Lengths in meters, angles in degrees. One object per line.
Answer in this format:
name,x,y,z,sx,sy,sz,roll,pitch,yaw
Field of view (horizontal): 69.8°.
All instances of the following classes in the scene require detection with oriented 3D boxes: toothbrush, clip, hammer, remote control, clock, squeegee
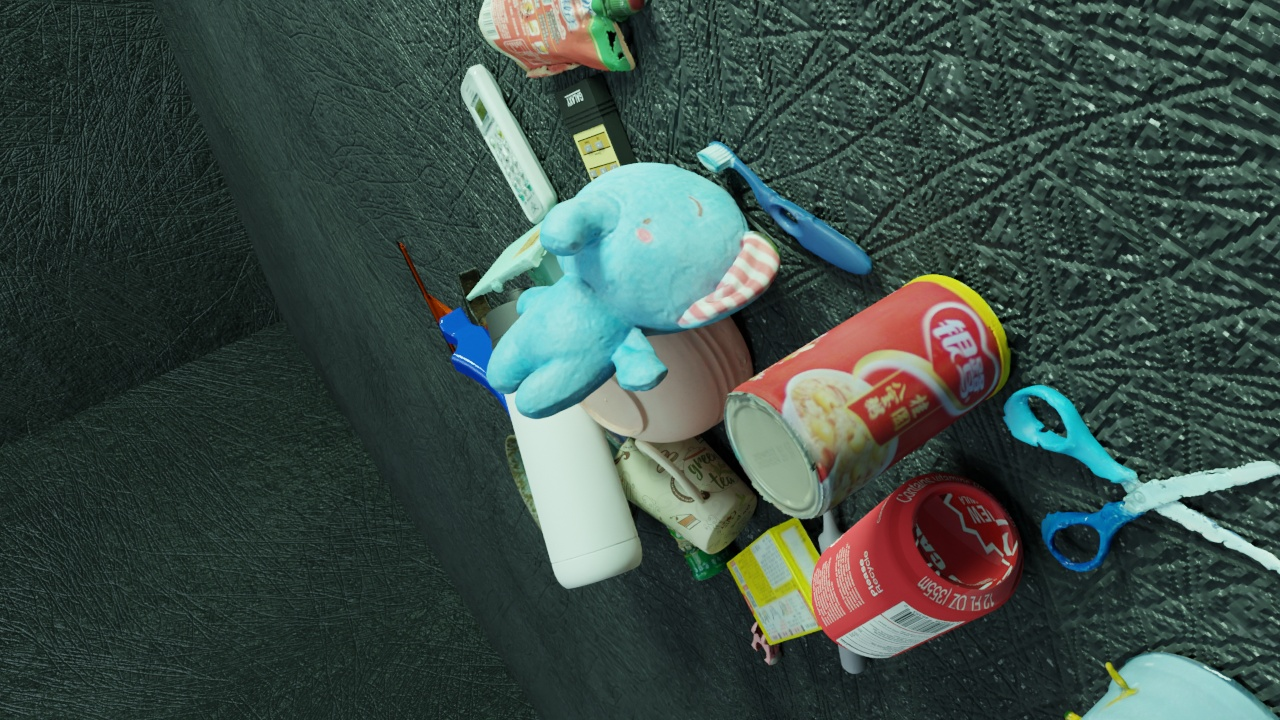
toothbrush,0.076,-0.084,0.501,0.132,0.016,0.021,46,156,32
clip,0.109,0.245,0.815,0.044,0.023,0.060,24,143,53
toothbrush,0.139,0.149,0.641,0.019,0.018,0.188,38,149,55
hammer,-0.103,-0.010,0.946,0.331,0.033,0.120,26,138,53
remote control,-0.019,-0.131,0.648,0.058,0.013,0.133,7,123,63
clock,0.254,0.192,0.409,0.124,0.051,0.089,45,151,33
remote control,-0.107,-0.180,0.764,0.133,0.022,0.050,62,158,-3
squeegee,-0.174,-0.004,0.990,0.184,0.055,0.250,53,167,23

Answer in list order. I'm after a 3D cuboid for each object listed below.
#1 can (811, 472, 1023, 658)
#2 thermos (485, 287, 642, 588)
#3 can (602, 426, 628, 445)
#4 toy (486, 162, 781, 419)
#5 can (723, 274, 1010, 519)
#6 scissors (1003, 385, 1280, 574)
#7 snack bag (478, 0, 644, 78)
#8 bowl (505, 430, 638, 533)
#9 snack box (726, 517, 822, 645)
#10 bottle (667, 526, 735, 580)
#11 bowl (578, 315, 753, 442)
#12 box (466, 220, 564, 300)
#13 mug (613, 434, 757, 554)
can,0.148,0.119,0.513,0.074,0.074,0.143,53,156,18
thermos,-0.067,0.058,0.722,0.101,0.068,0.230,141,113,-70
can,-0.033,0.021,0.784,0.100,0.054,0.059,46,176,29
toy,-0.022,-0.050,0.536,0.183,0.180,0.115,35,162,43
can,0.104,0.015,0.420,0.066,0.124,0.067,47,154,31
scissors,0.214,0.065,0.398,0.130,0.014,0.117,31,140,43
snack bag,-0.049,-0.221,0.581,0.155,0.044,0.087,19,139,52
bowl,-0.053,0.123,0.913,0.160,0.093,0.160,46,153,31
snack box,0.107,0.170,0.693,0.075,0.025,0.152,62,164,16
bottle,0.041,0.136,0.803,0.110,0.042,0.043,61,157,3
bowl,-0.004,0.004,0.644,0.153,0.076,0.153,30,148,21
box,-0.087,-0.073,0.760,0.077,0.091,0.189,65,157,-7
mug,0.032,0.091,0.710,0.097,0.081,0.122,38,171,29
